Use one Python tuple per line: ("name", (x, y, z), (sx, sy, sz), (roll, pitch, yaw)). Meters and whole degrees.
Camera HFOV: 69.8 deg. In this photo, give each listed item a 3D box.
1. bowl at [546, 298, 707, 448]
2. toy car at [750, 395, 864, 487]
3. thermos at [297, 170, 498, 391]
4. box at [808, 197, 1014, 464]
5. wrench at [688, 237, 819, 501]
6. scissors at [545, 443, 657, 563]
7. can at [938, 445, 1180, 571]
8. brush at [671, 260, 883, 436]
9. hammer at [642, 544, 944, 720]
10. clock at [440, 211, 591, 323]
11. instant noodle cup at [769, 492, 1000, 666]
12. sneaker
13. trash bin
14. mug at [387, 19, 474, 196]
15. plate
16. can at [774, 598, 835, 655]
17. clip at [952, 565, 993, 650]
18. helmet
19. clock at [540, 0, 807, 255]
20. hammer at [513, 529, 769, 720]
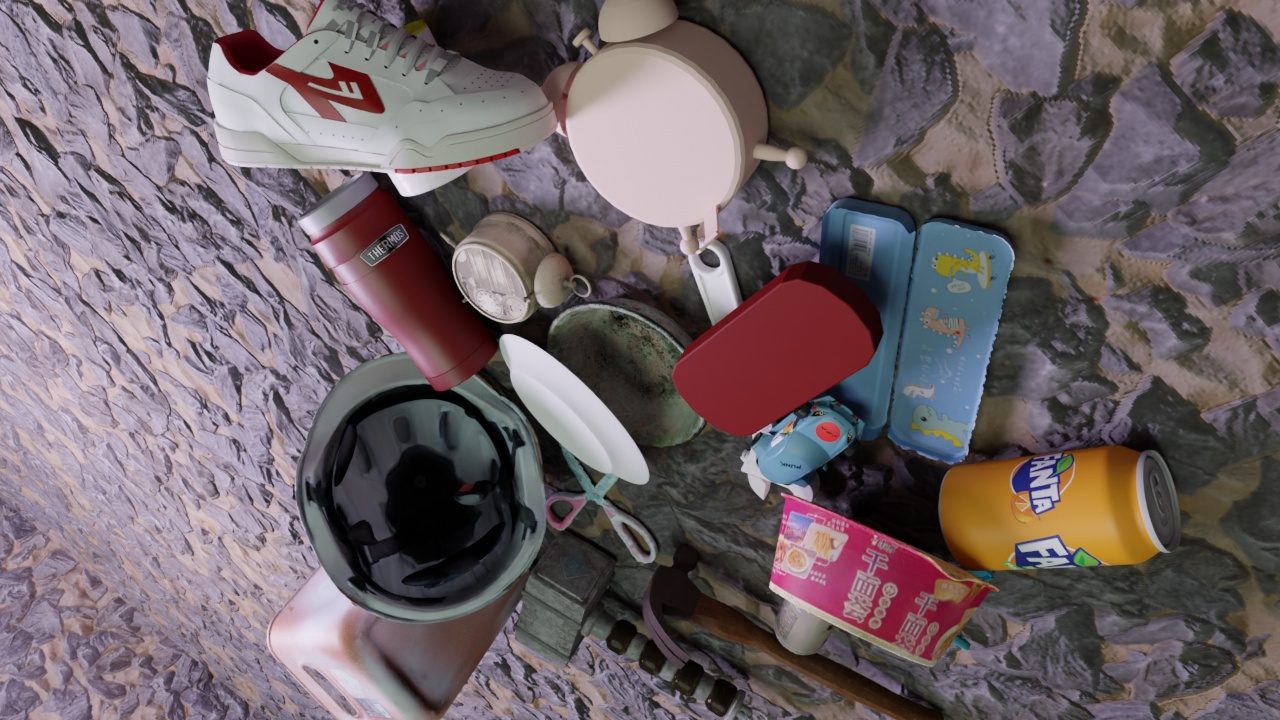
("bowl", (-0.005, 0.005, 0.793), (0.157, 0.038, 0.158), (20, 137, 20))
("toy car", (0.130, 0.071, 0.735), (0.060, 0.027, 0.108), (38, 140, -4))
("thermos", (-0.225, -0.071, 0.853), (0.108, 0.083, 0.198), (3, 133, 56))
("box", (0.186, -0.015, 0.656), (0.125, 0.020, 0.209), (15, 135, 22))
("wrench", (0.091, 0.019, 0.756), (0.066, 0.018, 0.273), (1, 127, 34))
("scissors", (-0.040, 0.160, 0.985), (0.173, 0.013, 0.171), (39, 136, 0))
("can", (0.289, 0.105, 0.645), (0.143, 0.078, 0.079), (-16, 117, 44))
("brush", (0.098, -0.009, 0.669), (0.082, 0.041, 0.174), (42, 137, -8))
("hammer", (0.153, 0.299, 0.925), (0.323, 0.115, 0.033), (26, 139, 1))
("clock", (-0.103, -0.071, 0.781), (0.141, 0.054, 0.093), (14, 134, 29))
("instant noodle cup", (0.178, 0.175, 0.721), (0.178, 0.077, 0.179), (25, 175, 2))
("sneaker", (-0.175, -0.187, 0.604), (0.237, 0.090, 0.104), (4, 121, 13))
("trash bin", (-0.265, 0.280, 1.073), (0.158, 0.258, 0.181), (-15, 117, 39))
("mug", (-0.175, -0.191, 0.700), (0.083, 0.082, 0.106), (-2, 127, 37))
("plate", (-0.068, 0.053, 0.845), (0.188, 0.016, 0.189), (39, 160, 17))
("can", (0.167, 0.222, 0.861), (0.054, 0.054, 0.136), (25, 138, 14))
("clip", (0.245, 0.200, 0.797), (0.027, 0.103, 0.121), (46, 146, -18))
("helmet", (-0.224, 0.132, 0.942), (0.264, 0.236, 0.164), (68, 160, 8))
("clock", (0.010, -0.152, 0.609), (0.160, 0.086, 0.131), (50, 138, -5))
("hammer", (0.008, 0.338, 1.063), (0.326, 0.079, 0.177), (29, 139, 10))
